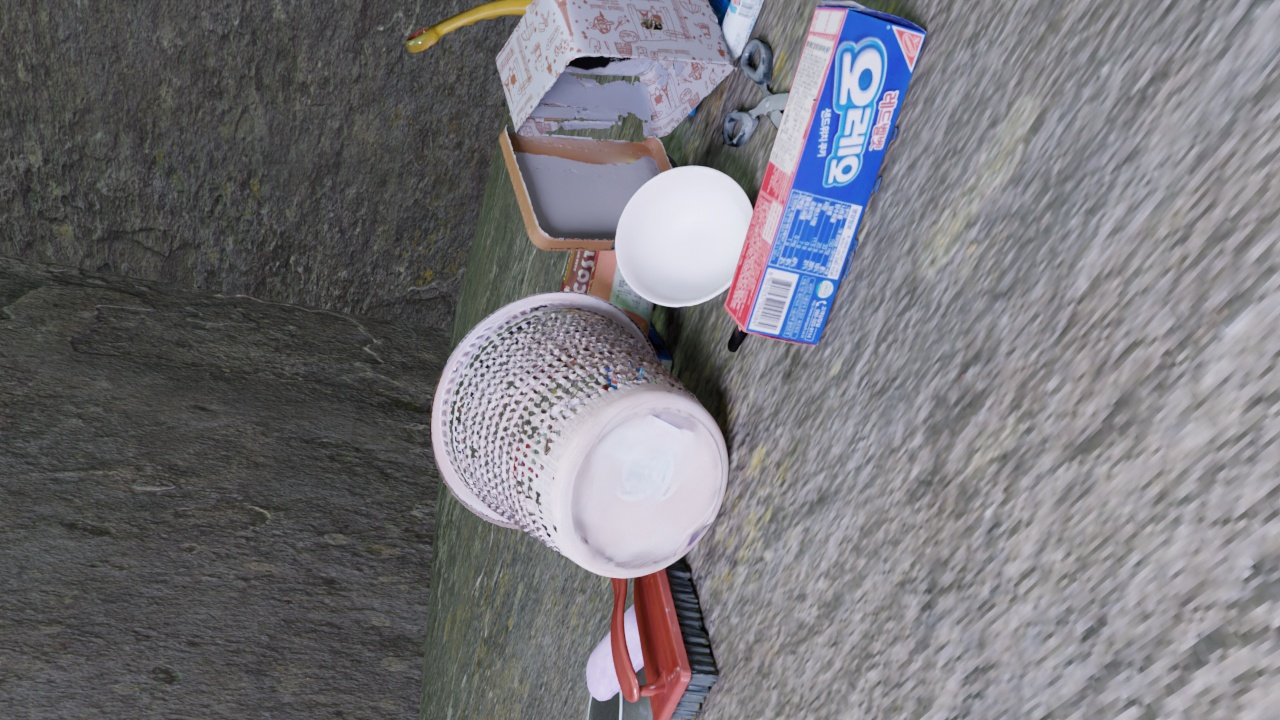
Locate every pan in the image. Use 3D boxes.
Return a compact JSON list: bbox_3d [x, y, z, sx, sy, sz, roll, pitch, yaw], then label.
[{"bbox_3d":[-0.056,-0.353,0.860,0.198,0.356,0.078,25,150,54],"label":"pan"}]

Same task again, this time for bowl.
[{"bbox_3d":[0.045,-0.094,0.763,0.064,0.118,0.118,28,-113,-65],"label":"bowl"}]

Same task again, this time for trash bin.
[{"bbox_3d":[-0.038,0.071,0.756,0.192,0.227,0.227,29,109,58],"label":"trash bin"}]

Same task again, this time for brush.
[{"bbox_3d":[0.010,0.208,0.727,0.145,0.069,0.063,-104,29,-54],"label":"brush"}]

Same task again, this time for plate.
[{"bbox_3d":[-0.025,0.334,0.857,0.179,0.024,0.179,-171,91,-73],"label":"plate"}]

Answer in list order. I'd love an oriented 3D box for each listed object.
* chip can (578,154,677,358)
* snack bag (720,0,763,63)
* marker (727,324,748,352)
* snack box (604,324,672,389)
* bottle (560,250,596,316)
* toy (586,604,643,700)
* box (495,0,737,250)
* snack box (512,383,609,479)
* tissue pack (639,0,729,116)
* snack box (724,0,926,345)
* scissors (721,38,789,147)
[{"bbox_3d":[-0.011,-0.109,0.927,0.071,0.071,0.214,131,152,-61],"label":"chip can"},{"bbox_3d":[0.090,-0.309,0.827,0.048,0.026,0.104,-85,14,-47],"label":"snack bag"},{"bbox_3d":[0.091,-0.044,0.696,0.124,0.015,0.018,117,158,-52],"label":"marker"},{"bbox_3d":[-0.006,0.006,0.970,0.157,0.026,0.085,-117,40,-64],"label":"snack box"},{"bbox_3d":[-0.061,-0.145,1.187,0.057,0.057,0.175,-118,41,-65],"label":"bottle"},{"bbox_3d":[-0.013,0.251,0.810,0.108,0.039,0.083,-54,20,13],"label":"toy"},{"bbox_3d":[-0.017,-0.206,0.820,0.157,0.182,0.192,-36,67,53],"label":"box"},{"bbox_3d":[-0.073,0.089,0.973,0.127,0.044,0.113,-39,12,7],"label":"snack box"},{"bbox_3d":[0.046,-0.327,0.940,0.095,0.052,0.157,-113,36,-59],"label":"tissue pack"},{"bbox_3d":[0.113,-0.116,0.585,0.058,0.057,0.208,-112,35,-66],"label":"snack box"},{"bbox_3d":[0.102,-0.211,0.752,0.160,0.014,0.170,132,144,-63],"label":"scissors"}]
